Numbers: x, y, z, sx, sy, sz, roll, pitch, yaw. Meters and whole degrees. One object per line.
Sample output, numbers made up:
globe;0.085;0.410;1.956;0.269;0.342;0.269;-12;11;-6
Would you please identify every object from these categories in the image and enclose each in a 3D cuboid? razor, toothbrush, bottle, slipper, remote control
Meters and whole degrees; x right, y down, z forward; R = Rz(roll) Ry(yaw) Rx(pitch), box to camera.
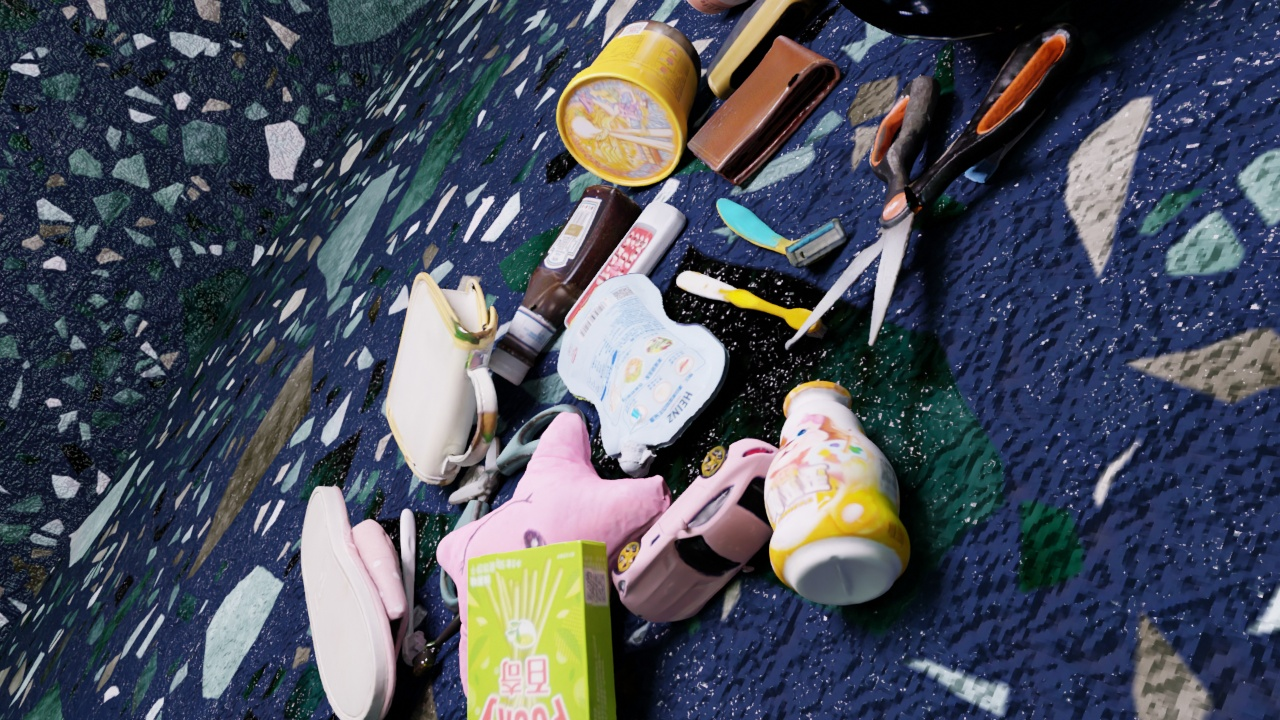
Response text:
razor;0.088;-0.091;0.637;0.043;0.028;0.132;-33;31;-11
toothbrush;-0.192;0.182;0.770;0.016;0.016;0.180;-40;32;9
razor;0.119;-0.296;0.790;0.168;0.062;0.067;-47;61;22
bottle;-0.073;-0.068;0.831;0.194;0.044;0.080;-58;29;-5
slipper;-0.233;0.192;0.757;0.274;0.054;0.114;38;114;55
bottle;0.091;0.060;0.442;0.063;0.063;0.108;-34;35;31
remote control;-0.014;-0.075;0.776;0.136;0.020;0.056;-54;29;2
toothbrush;-0.096;0.154;0.650;0.213;0.026;0.027;-46;25;14
toothbrush;0.070;-0.040;0.627;0.016;0.018;0.191;-54;27;-4

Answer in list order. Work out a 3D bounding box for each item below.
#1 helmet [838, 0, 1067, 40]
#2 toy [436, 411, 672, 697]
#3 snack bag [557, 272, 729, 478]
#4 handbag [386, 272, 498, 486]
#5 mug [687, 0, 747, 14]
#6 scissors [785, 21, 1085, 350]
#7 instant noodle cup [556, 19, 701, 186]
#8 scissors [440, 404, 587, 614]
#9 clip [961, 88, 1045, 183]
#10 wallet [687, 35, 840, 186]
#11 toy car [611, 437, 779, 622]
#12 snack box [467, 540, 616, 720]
helmet;0.191;-0.313;0.526;0.234;0.230;0.273;-13;23;36
toy;-0.055;0.129;0.568;0.195;0.074;0.178;-45;45;19
snack bag;-0.004;0.004;0.663;0.110;0.039;0.191;-46;32;3
handbag;-0.158;0.030;0.791;0.178;0.063;0.164;53;132;45
mug;0.107;-0.395;0.885;0.114;0.082;0.106;-35;21;-30
scissors;0.160;-0.105;0.522;0.229;0.021;0.220;-41;23;33
instant noodle cup;-0.003;-0.242;0.843;0.119;0.118;0.114;-22;35;43
scissors;-0.106;0.113;0.717;0.172;0.019;0.169;-28;40;36
clip;0.204;-0.129;0.520;0.058;0.036;0.025;-48;24;8
wallet;0.095;-0.204;0.744;0.125;0.032;0.101;-47;28;11
toy car;0.037;0.095;0.492;0.122;0.056;0.037;-49;23;10
snack box;-0.054;0.180;0.493;0.086;0.026;0.156;-15;69;32
